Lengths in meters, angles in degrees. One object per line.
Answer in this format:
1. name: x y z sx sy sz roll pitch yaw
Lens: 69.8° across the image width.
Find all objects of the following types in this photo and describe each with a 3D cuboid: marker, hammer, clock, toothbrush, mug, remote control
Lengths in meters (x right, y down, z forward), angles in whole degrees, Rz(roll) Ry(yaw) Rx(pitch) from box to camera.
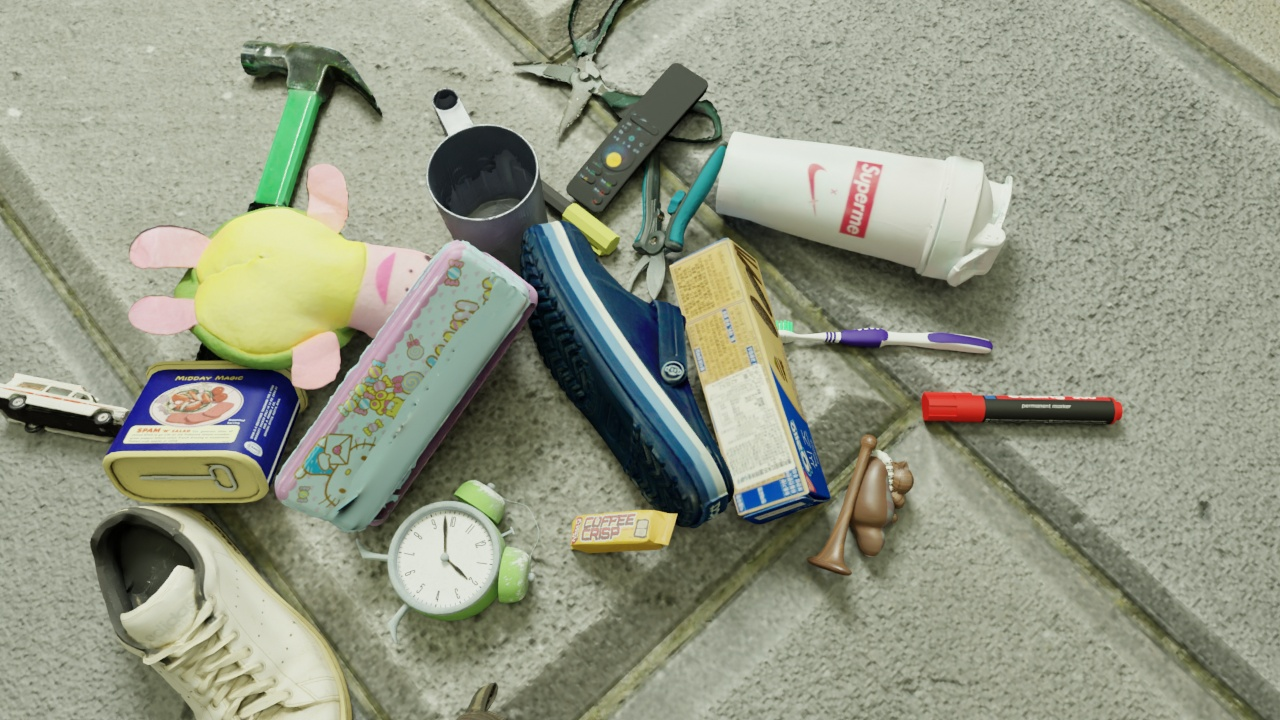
1. marker: 0.290 0.036 0.699 0.145 0.021 0.023 1 46 2
2. hammer: -0.311 -0.130 0.771 0.130 0.032 0.318 8 70 4
3. clock: -0.130 0.140 0.657 0.119 0.043 0.094 -24 71 -7
4. marker: -0.070 -0.130 0.772 0.124 0.017 0.021 39 107 16
5. toothbrush: 0.183 -0.018 0.725 0.187 0.015 0.016 3 64 2
6. mug: -0.125 -0.138 0.730 0.083 0.104 0.124 -27 71 -9
7. remote control: -0.002 -0.189 0.780 0.041 0.020 0.151 38 81 15

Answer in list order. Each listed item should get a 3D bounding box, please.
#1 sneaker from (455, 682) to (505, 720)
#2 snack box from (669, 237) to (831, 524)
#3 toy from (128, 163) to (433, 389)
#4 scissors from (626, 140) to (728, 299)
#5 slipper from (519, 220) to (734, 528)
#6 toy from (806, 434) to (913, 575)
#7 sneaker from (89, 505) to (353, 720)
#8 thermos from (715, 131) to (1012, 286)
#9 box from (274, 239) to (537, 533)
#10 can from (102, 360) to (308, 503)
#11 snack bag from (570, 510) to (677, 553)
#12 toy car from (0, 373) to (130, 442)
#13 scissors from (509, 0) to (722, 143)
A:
1. sneaker: -0.077 0.313 0.570 0.101 0.142 0.238 -16 102 16
2. snack box: 0.081 0.015 0.686 0.056 0.057 0.206 -23 68 22
3. toy: -0.255 -0.057 0.693 0.238 0.088 0.189 -1 63 -15
4. scissors: 0.020 -0.124 0.757 0.156 0.019 0.124 -48 46 10
5. slipper: -0.004 0.004 0.679 0.095 0.105 0.252 -27 72 -19
6. toy: 0.163 0.107 0.662 0.054 0.042 0.101 26 78 -30
7. sneaker: -0.283 0.185 0.610 0.088 0.102 0.241 -41 73 -13
8. thermos: 0.174 -0.124 0.729 0.220 0.099 0.099 13 70 11
9. box: -0.169 0.012 0.636 0.089 0.092 0.214 38 94 40
10. can: -0.315 0.052 0.668 0.116 0.057 0.092 0 43 1
11. snack bag: -0.016 0.120 0.646 0.099 0.020 0.026 -12 55 42
12. toy car: -0.439 0.037 0.708 0.113 0.039 0.039 9 48 4
13. scissors: -0.011 -0.273 0.828 0.202 0.015 0.201 15 70 5
